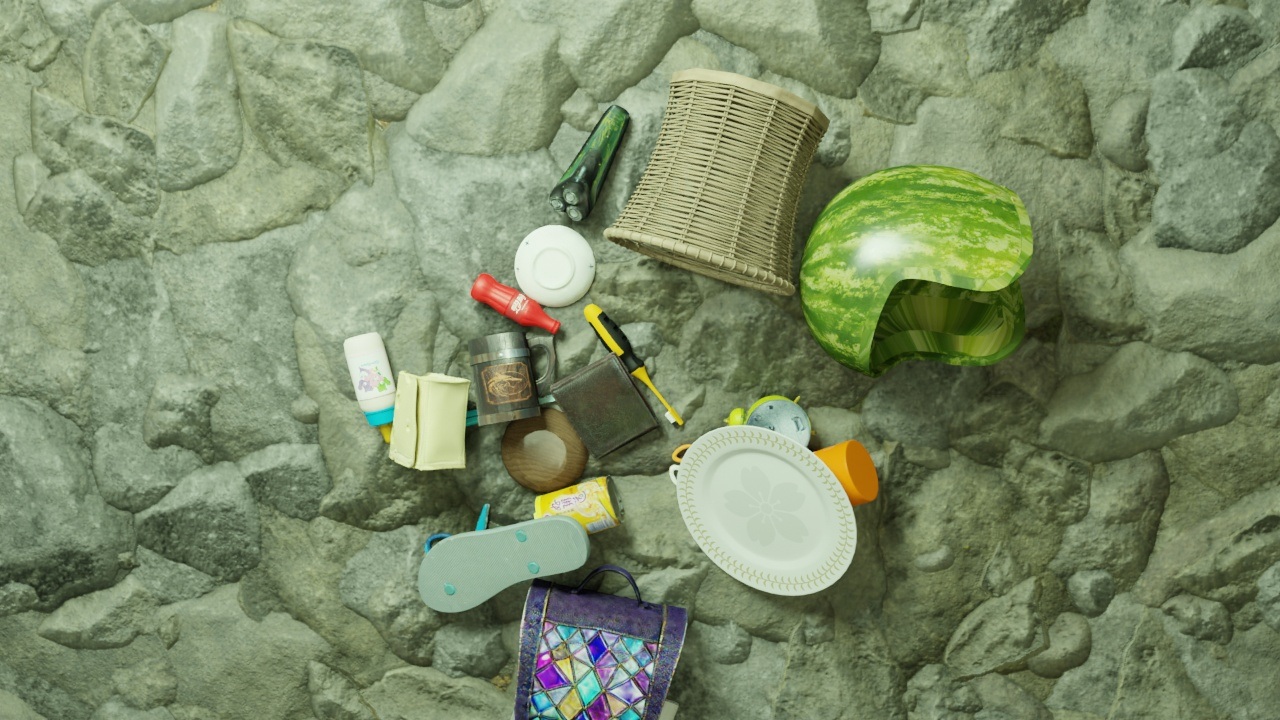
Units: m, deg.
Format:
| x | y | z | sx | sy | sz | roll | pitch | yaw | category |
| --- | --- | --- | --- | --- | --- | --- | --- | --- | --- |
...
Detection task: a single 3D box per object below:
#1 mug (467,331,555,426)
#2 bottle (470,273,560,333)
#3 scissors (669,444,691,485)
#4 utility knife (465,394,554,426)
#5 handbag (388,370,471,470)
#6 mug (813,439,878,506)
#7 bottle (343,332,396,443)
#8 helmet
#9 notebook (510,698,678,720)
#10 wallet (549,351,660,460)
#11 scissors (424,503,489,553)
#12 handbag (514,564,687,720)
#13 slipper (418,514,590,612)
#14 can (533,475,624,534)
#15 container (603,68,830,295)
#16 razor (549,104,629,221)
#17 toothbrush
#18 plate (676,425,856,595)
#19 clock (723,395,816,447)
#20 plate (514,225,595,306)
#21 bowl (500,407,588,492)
| x | y | z | sx | sy | sz | roll | pitch | yaw | category |
| --- | --- | --- | --- | --- | --- | --- | --- | --- | --- |
| -0.156 | 0.021 | 1.163 | 0.115 | 0.080 | 0.107 | -9 | 88 | -24 | mug |
| -0.157 | -0.069 | 1.168 | 0.119 | 0.036 | 0.036 | 29 | 99 | -2 | bottle |
| 0.100 | 0.151 | 1.201 | 0.128 | 0.013 | 0.064 | 17 | 100 | 2 | scissors |
| -0.188 | 0.064 | 1.204 | 0.181 | 0.015 | 0.022 | -15 | 78 | 4 | utility knife |
| -0.269 | 0.076 | 1.156 | 0.081 | 0.111 | 0.119 | 2 | 94 | -40 | handbag |
| 0.246 | 0.156 | 1.154 | 0.096 | 0.077 | 0.112 | -24 | 141 | 35 | mug |
| -0.343 | 0.038 | 1.188 | 0.051 | 0.051 | 0.146 | -12 | 98 | 5 | bottle |
| 0.302 | -0.105 | 1.042 | 0.247 | 0.213 | 0.242 | -12 | 60 | 14 | helmet |
| -0.070 | 0.502 | 1.269 | 0.210 | 0.009 | 0.143 | 20 | 99 | 0 | notebook |
| -0.045 | 0.059 | 1.175 | 0.099 | 0.031 | 0.120 | -29 | 111 | 8 | wallet |
| -0.230 | 0.253 | 1.237 | 0.138 | 0.011 | 0.134 | 13 | 102 | 2 | scissors |
| -0.053 | 0.376 | 1.188 | 0.205 | 0.125 | 0.222 | 11 | 93 | 1 | handbag |
| -0.179 | 0.250 | 1.185 | 0.269 | 0.054 | 0.098 | -24 | 97 | 25 | slipper |
| -0.080 | 0.196 | 1.191 | 0.105 | 0.067 | 0.067 | -18 | 98 | 6 | can |
| 0.096 | -0.200 | 1.047 | 0.227 | 0.227 | 0.196 | 17 | 93 | 0 | container |
| -0.057 | -0.244 | 1.122 | 0.054 | 0.067 | 0.151 | 29 | 91 | -5 | razor |
| -0.007 | 0.007 | 1.178 | 0.031 | 0.031 | 0.196 | -35 | 100 | 22 | toothbrush |
| 0.155 | 0.187 | 1.148 | 0.243 | 0.016 | 0.243 | 16 | 121 | 27 | plate |
| 0.160 | 0.090 | 1.166 | 0.119 | 0.057 | 0.083 | -22 | 98 | 6 | clock |
| -0.110 | -0.119 | 1.163 | 0.104 | 0.026 | 0.104 | 1 | 99 | 3 | plate |
| -0.128 | 0.121 | 1.200 | 0.118 | 0.030 | 0.118 | 1 | 99 | 3 | bowl |
